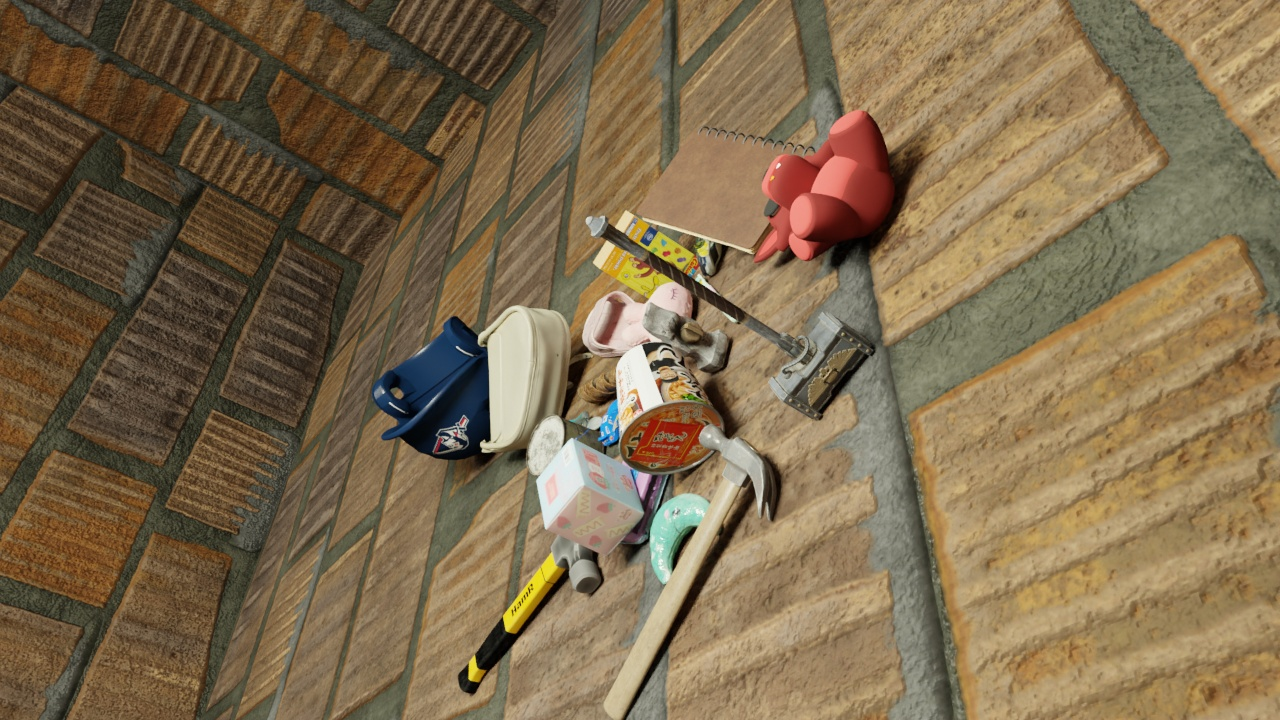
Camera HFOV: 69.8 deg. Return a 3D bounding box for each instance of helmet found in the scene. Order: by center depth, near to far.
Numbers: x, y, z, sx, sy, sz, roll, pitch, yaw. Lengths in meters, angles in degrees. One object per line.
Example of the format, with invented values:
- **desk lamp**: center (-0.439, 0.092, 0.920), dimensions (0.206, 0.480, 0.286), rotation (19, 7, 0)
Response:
- **helmet**: center (-0.340, 0.072, 1.612), dimensions (0.233, 0.223, 0.271), rotation (-37, 3, 21)

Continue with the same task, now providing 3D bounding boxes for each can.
- **can**: center (-0.106, 0.131, 1.305), dimensions (0.090, 0.074, 0.089), rotation (-31, 47, 40)

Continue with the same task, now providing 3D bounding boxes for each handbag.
- **handbag**: center (-0.182, 0.035, 1.494), dimensions (0.184, 0.131, 0.229), rotation (-9, 80, 45)

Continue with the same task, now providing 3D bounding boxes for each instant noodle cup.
- **instant noodle cup**: center (0.024, 0.049, 1.088), dimensions (0.124, 0.123, 0.121), rotation (-47, 38, 27)

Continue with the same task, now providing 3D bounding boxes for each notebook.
- **notebook**: center (0.116, -0.237, 1.245), dimensions (0.226, 0.024, 0.167), rotation (26, 78, 44)

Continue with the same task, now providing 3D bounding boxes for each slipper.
- **slipper**: center (-0.039, -0.056, 1.396), dimensions (0.240, 0.064, 0.094), rotation (10, 73, 61)

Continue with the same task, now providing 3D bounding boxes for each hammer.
- **hammer**: center (0.080, -0.054, 0.884), dimensions (0.098, 0.322, 0.044), rotation (-54, 27, 14)
- **hammer**: center (0.041, 0.235, 0.979), dimensions (0.119, 0.030, 0.331), rotation (31, 94, 47)
- **hammer**: center (-0.007, 0.007, 1.250), dimensions (0.320, 0.121, 0.048), rotation (-32, 37, 58)
- **hammer**: center (-0.164, 0.337, 1.252), dimensions (0.325, 0.034, 0.169), rotation (-54, 33, 20)

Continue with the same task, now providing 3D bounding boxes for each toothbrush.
- **toothbrush**: center (0.102, -0.082, 1.223), dimensions (0.154, 0.015, 0.022), rotation (-122, 27, -62)

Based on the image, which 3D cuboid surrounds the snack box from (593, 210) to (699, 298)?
- **snack box**: center (0.010, -0.143, 1.322), dimensions (0.088, 0.125, 0.040), rotation (-57, 26, 7)

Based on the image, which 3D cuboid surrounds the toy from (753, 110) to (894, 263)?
- **toy**: center (0.200, -0.189, 1.053), dimensions (0.158, 0.120, 0.197), rotation (-66, 18, -5)

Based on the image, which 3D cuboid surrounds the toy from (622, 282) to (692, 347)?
- **toy**: center (0.023, -0.056, 1.273), dimensions (0.105, 0.053, 0.108), rotation (-14, 57, 26)

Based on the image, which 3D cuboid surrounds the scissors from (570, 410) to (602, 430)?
- **scissors**: center (-0.097, 0.098, 1.391), dimensions (0.137, 0.019, 0.138), rotation (-55, 33, 23)

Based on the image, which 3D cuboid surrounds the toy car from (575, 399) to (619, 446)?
- **toy car**: center (-0.057, 0.084, 1.287), dimensions (0.033, 0.062, 0.091), rotation (-30, 39, 46)

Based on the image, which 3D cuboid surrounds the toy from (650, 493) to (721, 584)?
- **toy**: center (0.044, 0.192, 1.035), dimensions (0.105, 0.033, 0.085), rotation (-50, 38, 18)

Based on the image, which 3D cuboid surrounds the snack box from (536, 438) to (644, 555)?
- **snack box**: center (-0.062, 0.164, 1.101), dimensions (0.080, 0.094, 0.093), rotation (-51, 29, 18)

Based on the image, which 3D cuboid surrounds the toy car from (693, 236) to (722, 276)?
- **toy car**: center (0.096, -0.168, 1.288), dimensions (0.033, 0.048, 0.105), rotation (-9, 51, 18)

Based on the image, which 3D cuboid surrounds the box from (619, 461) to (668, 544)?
- **box**: center (0.011, 0.127, 1.157), dimensions (0.076, 0.033, 0.213), rotation (-11, 54, 55)
